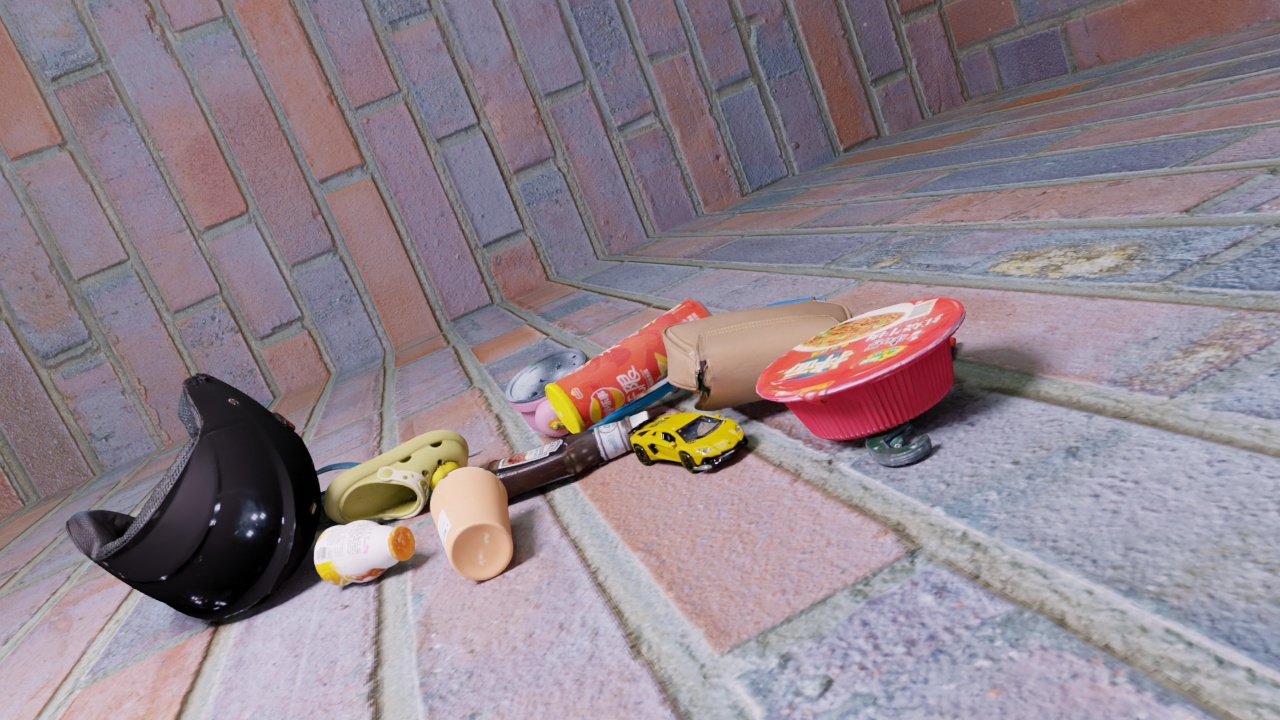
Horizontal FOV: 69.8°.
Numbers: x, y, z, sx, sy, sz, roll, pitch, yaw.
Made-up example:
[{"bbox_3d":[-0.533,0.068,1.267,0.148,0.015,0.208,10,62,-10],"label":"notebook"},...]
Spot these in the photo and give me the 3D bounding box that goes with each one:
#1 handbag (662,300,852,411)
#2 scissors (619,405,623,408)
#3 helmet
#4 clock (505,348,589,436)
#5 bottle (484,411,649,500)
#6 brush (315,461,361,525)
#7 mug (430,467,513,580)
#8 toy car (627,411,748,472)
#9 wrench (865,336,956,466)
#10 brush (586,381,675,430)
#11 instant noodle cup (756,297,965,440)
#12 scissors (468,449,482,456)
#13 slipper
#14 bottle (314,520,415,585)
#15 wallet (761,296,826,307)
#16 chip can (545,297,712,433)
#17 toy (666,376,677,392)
[{"bbox_3d":[0.130,-0.004,0.977,0.204,0.100,0.147,-10,15,-1],"label":"handbag"},{"bbox_3d":[-0.017,0.033,1.253,0.196,0.015,0.215,-5,24,21],"label":"scissors"},{"bbox_3d":[-0.482,0.165,1.050,0.233,0.230,0.274,-47,8,3],"label":"helmet"},{"bbox_3d":[-0.101,0.044,1.180,0.117,0.060,0.159,-37,27,-20],"label":"clock"},{"bbox_3d":[-0.078,0.106,1.027,0.195,0.044,0.079,-20,10,4],"label":"bottle"},{"bbox_3d":[-0.405,0.174,1.225,0.144,0.073,0.055,-20,8,13],"label":"brush"},{"bbox_3d":[-0.160,0.158,0.881,0.078,0.078,0.123,-24,17,-9],"label":"mug"},{"bbox_3d":[0.048,0.078,0.933,0.071,0.041,0.156,-29,15,-26],"label":"toy car"},{"bbox_3d":[0.253,0.030,0.839,0.056,0.016,0.272,-14,15,30],"label":"wrench"},{"bbox_3d":[0.042,0.034,1.151,0.255,0.046,0.083,-25,16,4],"label":"brush"},{"bbox_3d":[0.204,0.013,0.816,0.194,0.066,0.193,-26,11,5],"label":"instant noodle cup"},{"bbox_3d":[-0.307,0.153,1.298,0.136,0.014,0.175,-29,17,-35],"label":"scissors"},{"bbox_3d":[-0.286,0.157,1.119,0.190,0.092,0.081,-21,48,-33],"label":"slipper"},{"bbox_3d":[-0.284,0.196,0.948,0.109,0.063,0.063,-16,14,28],"label":"bottle"},{"bbox_3d":[0.184,-0.044,1.220,0.106,0.040,0.133,-38,19,-26],"label":"wallet"},{"bbox_3d":[-0.007,0.006,1.105,0.216,0.073,0.073,-32,15,-19],"label":"chip can"},{"bbox_3d":[0.077,-0.001,1.213,0.108,0.039,0.083,-18,40,-1],"label":"toy"}]
